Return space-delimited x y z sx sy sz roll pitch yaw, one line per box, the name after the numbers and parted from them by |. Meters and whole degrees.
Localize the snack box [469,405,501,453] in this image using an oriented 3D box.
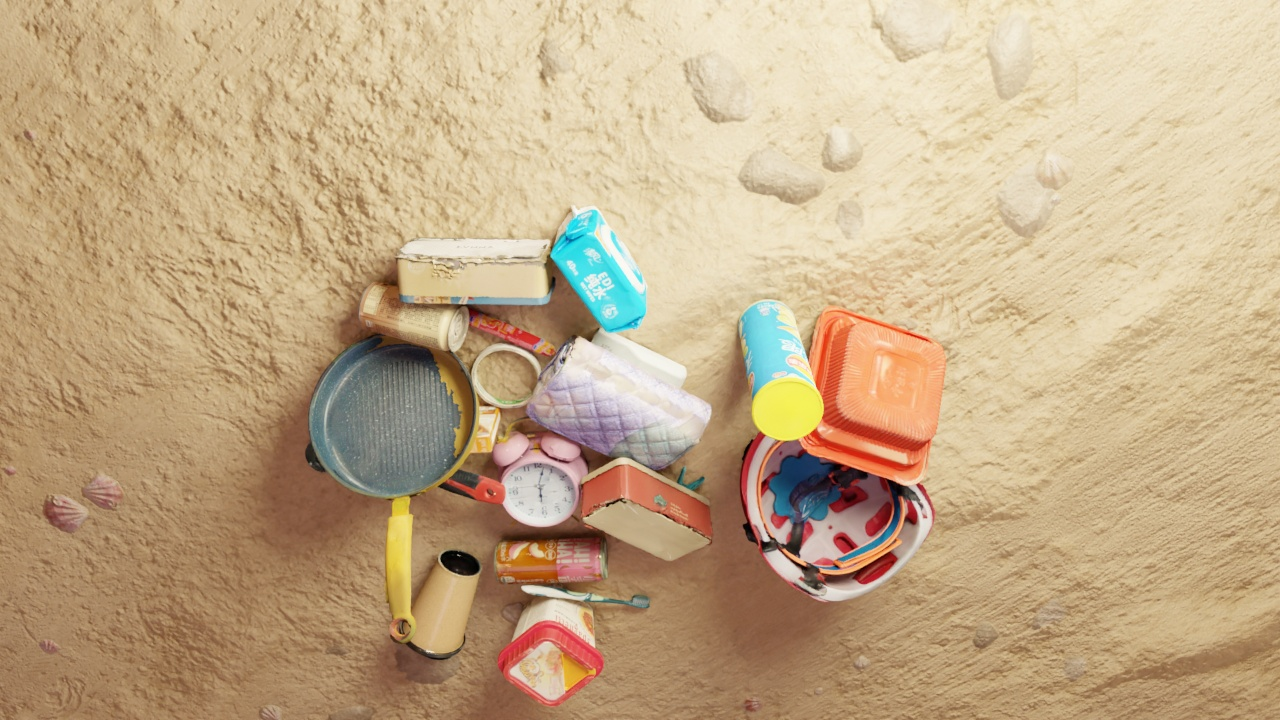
-0.254 0.086 1.130 0.154 0.075 0.026 -3 117 3 | snack box

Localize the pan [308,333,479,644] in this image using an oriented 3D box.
-0.275 0.136 1.040 0.198 0.078 0.357 -10 75 1 | pan

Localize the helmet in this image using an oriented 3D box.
0.214 0.164 1.119 0.207 0.144 0.240 -37 93 -7 | helmet

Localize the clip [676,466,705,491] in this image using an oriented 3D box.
0.056 0.165 1.197 0.033 0.013 0.054 30 111 -12 | clip

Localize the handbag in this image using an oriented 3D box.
-0.029 0.052 1.090 0.194 0.075 0.135 27 143 -17 | handbag

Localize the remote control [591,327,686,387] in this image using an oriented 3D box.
-0.007 0.006 1.113 0.125 0.024 0.049 25 114 -10 | remote control

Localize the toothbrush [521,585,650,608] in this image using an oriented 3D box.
-0.071 0.320 1.251 0.191 0.016 0.018 14 107 -23 | toothbrush

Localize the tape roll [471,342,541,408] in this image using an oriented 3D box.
-0.165 0.019 1.129 0.086 0.013 0.086 1 117 1 | tape roll

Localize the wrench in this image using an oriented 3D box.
-0.299 0.138 1.159 0.273 0.016 0.056 10 111 10 | wrench

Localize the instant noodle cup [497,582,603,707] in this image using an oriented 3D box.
-0.118 0.379 1.246 0.116 0.124 0.117 42 110 -18 | instant noodle cup

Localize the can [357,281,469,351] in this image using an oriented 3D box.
-0.262 -0.050 1.059 0.116 0.058 0.059 15 117 10 | can

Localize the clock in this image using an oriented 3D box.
-0.128 0.138 1.162 0.117 0.059 0.159 -4 114 3 | clock

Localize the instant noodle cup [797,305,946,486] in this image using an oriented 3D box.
0.270 0.033 1.038 0.164 0.079 0.188 16 72 -7 | instant noodle cup

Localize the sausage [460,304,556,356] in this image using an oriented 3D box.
-0.168 -0.037 1.098 0.156 0.020 0.020 23 115 -10 | sausage

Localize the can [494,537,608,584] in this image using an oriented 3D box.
-0.119 0.268 1.227 0.147 0.057 0.058 -3 116 3 | can

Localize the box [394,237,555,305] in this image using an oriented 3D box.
-0.177 -0.101 1.028 0.184 0.089 0.060 4 112 4 | box

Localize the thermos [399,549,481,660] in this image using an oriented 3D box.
-0.268 0.334 1.252 0.093 0.093 0.143 21 106 -9 | thermos

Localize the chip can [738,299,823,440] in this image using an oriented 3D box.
0.148 0.004 1.004 0.071 0.209 0.071 1 117 1 | chip can

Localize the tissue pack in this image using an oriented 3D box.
-0.043 -0.103 1.022 0.063 0.089 0.140 -29 112 14 | tissue pack

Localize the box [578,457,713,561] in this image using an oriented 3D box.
0.008 0.196 1.142 0.092 0.075 0.168 -32 133 33 | box
